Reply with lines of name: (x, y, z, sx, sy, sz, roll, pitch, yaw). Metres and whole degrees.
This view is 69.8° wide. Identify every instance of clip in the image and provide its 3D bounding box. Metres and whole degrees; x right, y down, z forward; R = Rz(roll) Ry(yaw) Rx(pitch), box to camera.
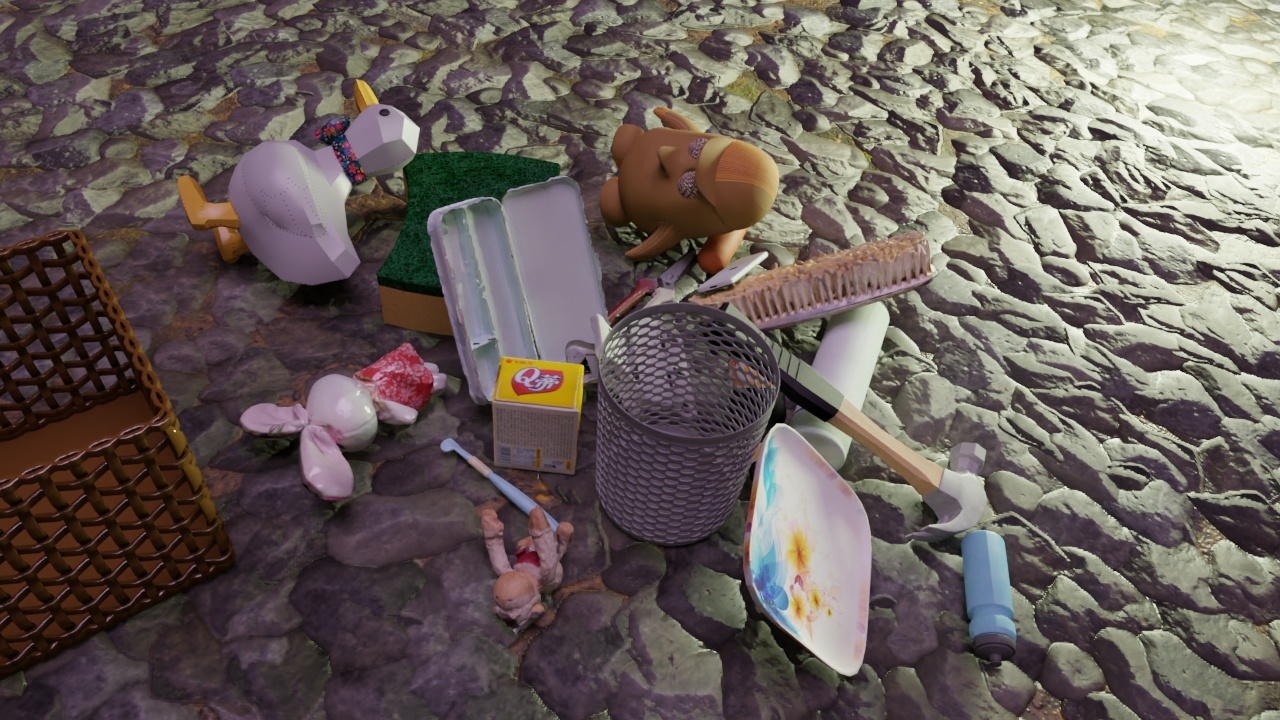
clip: (-0.006, 0.005, 0.982, 0.143, 0.075, 0.124, 14, 45, -30)

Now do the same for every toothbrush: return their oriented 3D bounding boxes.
toothbrush: (-0.136, 0.123, 0.896, 0.155, 0.016, 0.022, 34, 20, 21)

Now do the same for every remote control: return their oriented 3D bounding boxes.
remote control: (0.111, -0.105, 1.089, 0.045, 0.008, 0.146, -14, 12, 29)

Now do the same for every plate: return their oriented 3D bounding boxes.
plate: (0.149, 0.166, 0.812, 0.016, 0.187, 0.186, -21, 39, 36)

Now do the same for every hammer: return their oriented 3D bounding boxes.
hammer: (0.202, 0.056, 0.899, 0.328, 0.039, 0.130, 36, 51, -7)

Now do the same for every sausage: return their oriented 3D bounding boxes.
sausage: (0.114, -0.169, 1.174, 0.039, 0.045, 0.163, 43, 47, -16)

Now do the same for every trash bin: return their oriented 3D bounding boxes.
trash bin: (0.033, 0.066, 0.854, 0.156, 0.184, 0.156, 4, 47, -4)

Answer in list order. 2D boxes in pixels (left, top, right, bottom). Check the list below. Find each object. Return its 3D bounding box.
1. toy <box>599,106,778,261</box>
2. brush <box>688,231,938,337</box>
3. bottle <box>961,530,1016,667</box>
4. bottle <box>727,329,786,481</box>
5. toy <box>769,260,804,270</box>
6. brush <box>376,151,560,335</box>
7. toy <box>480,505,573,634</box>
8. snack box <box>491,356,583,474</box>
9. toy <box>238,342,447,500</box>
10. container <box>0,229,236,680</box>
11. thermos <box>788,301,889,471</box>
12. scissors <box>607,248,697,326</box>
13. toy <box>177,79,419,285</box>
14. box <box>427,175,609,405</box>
toy: (0.064, -0.213, 1.102, 0.204, 0.162, 0.198, 9, 84, 33)
brush: (0.192, -0.081, 1.029, 0.271, 0.057, 0.083, -15, 18, 13)
bottle: (0.322, 0.221, 0.848, 0.040, 0.040, 0.129, 10, 47, 2)
bottle: (0.123, 0.050, 0.965, 0.059, 0.059, 0.181, 6, 48, -2)
toy: (0.211, -0.099, 1.126, 0.102, 0.042, 0.054, 30, 73, 8)
brush: (-0.195, -0.143, 1.089, 0.195, 0.075, 0.249, 2, 48, -6)
toy: (-0.109, 0.187, 0.812, 0.085, 0.074, 0.105, -5, 63, 30)
snack box: (-0.100, 0.054, 0.900, 0.083, 0.106, 0.061, 6, 48, -2)
toy: (-0.278, 0.048, 0.903, 0.159, 0.084, 0.193, 29, 44, 29)
container: (-0.507, 0.076, 0.755, 0.219, 0.215, 0.251, -26, 56, -27)
thermos: (0.216, 0.020, 0.999, 0.068, 0.068, 0.229, 20, 48, 11)
scissors: (0.011, -0.084, 1.103, 0.146, 0.015, 0.187, 4, 46, -3)
toy: (-0.372, -0.193, 1.050, 0.267, 0.141, 0.246, -20, 67, -4)
box: (-0.123, -0.076, 0.963, 0.192, 0.210, 0.061, -28, 25, -38)
